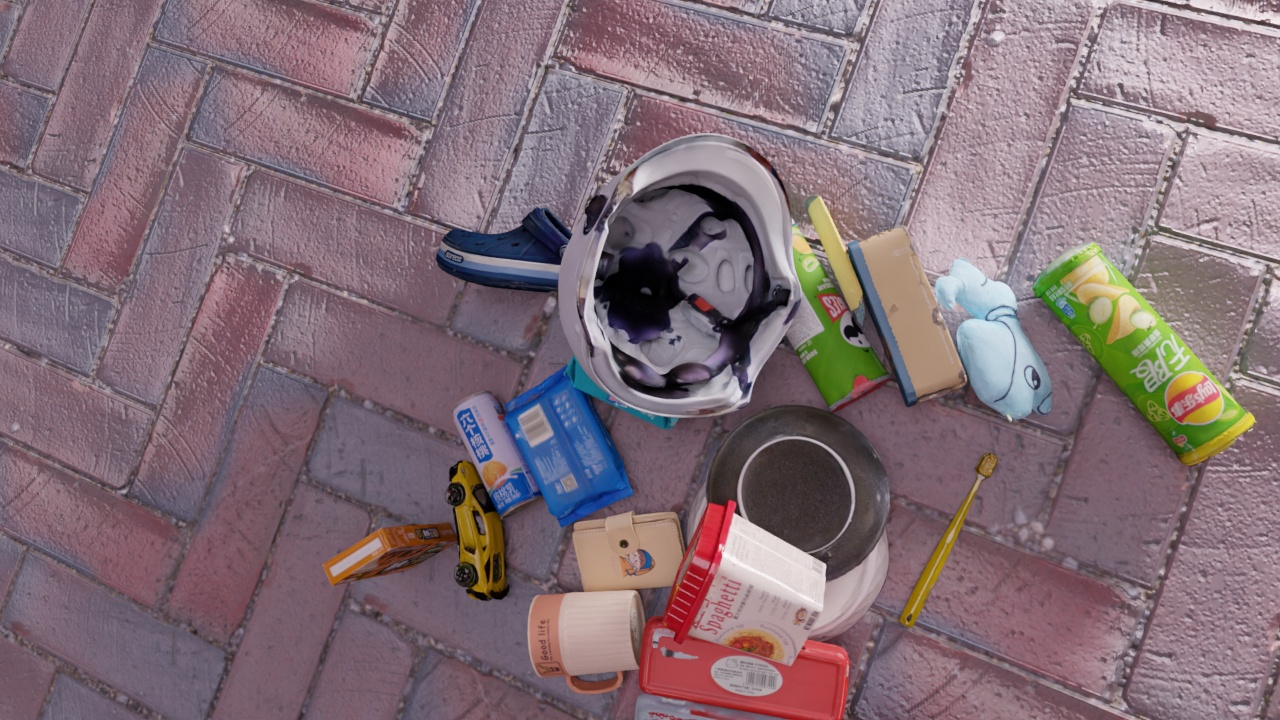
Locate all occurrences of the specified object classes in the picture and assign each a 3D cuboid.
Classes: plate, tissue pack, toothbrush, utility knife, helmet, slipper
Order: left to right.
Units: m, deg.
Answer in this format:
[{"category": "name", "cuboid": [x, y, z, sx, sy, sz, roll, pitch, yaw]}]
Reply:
[{"category": "slipper", "cuboid": [-0.103, -0.117, 0.989, 0.253, 0.105, 0.095, 10, 93, 12]}, {"category": "tissue pack", "cuboid": [-0.078, 0.093, 0.987, 0.095, 0.052, 0.157, -30, 77, 11]}, {"category": "tissue pack", "cuboid": [-0.006, 0.006, 0.961, 0.133, 0.050, 0.093, 26, 56, 12]}, {"category": "helmet", "cuboid": [0.024, -0.078, 0.876, 0.228, 0.146, 0.258, 17, 86, -28]}, {"category": "plate", "cuboid": [0.144, 0.186, 0.925, 0.205, 0.045, 0.204, -2, 83, 14]}, {"category": "plate", "cuboid": [0.151, 0.131, 0.894, 0.179, 0.024, 0.179, -2, 83, 13]}, {"category": "utility knife", "cuboid": [0.196, -0.107, 0.928, 0.018, 0.031, 0.166, 0, 56, -14]}, {"category": "toothbrush", "cuboid": [0.303, 0.176, 0.901, 0.016, 0.016, 0.190, 27, 91, 16]}]

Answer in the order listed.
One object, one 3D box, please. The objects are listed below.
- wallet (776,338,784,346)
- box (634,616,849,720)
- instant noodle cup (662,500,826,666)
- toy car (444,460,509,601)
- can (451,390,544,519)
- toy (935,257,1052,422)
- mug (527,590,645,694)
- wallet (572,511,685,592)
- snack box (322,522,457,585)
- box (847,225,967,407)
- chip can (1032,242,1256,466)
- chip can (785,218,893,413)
[{"category": "wallet", "cuboid": [0.084, -0.048, 0.964, 0.097, 0.020, 0.122, -37, 76, 35]}, {"category": "box", "cuboid": [0.095, 0.334, 0.892, 0.201, 0.058, 0.161, 7, 104, 9]}, {"category": "instant noodle cup", "cuboid": [0.098, 0.210, 0.848, 0.124, 0.116, 0.116, 22, 116, 4]}, {"category": "toy car", "cuboid": [-0.175, 0.182, 0.990, 0.041, 0.071, 0.155, -14, 80, 13]}, {"category": "can", "cuboid": [-0.157, 0.102, 1.004, 0.053, 0.053, 0.134, -30, 77, 9]}, {"category": "toy", "cuboid": [0.340, -0.014, 0.880, 0.161, 0.050, 0.156, 31, 58, -18]}, {"category": "mug", "cuboid": [-0.050, 0.294, 0.948, 0.106, 0.081, 0.114, -7, 108, 11]}, {"category": "wallet", "cuboid": [-0.011, 0.201, 0.962, 0.115, 0.024, 0.087, -9, 101, 14]}, {"category": "snack box", "cuboid": [-0.259, 0.201, 0.966, 0.075, 0.153, 0.026, -32, 76, 8]}, {"category": "box", "cuboid": [0.258, -0.048, 0.903, 0.062, 0.089, 0.184, -22, 76, 10]}, {"category": "chip can", "cuboid": [0.462, -0.010, 0.856, 0.072, 0.072, 0.221, -37, 76, 7]}, {"category": "chip can", "cuboid": [0.164, -0.064, 0.935, 0.072, 0.072, 0.236, -31, 77, 8]}]
